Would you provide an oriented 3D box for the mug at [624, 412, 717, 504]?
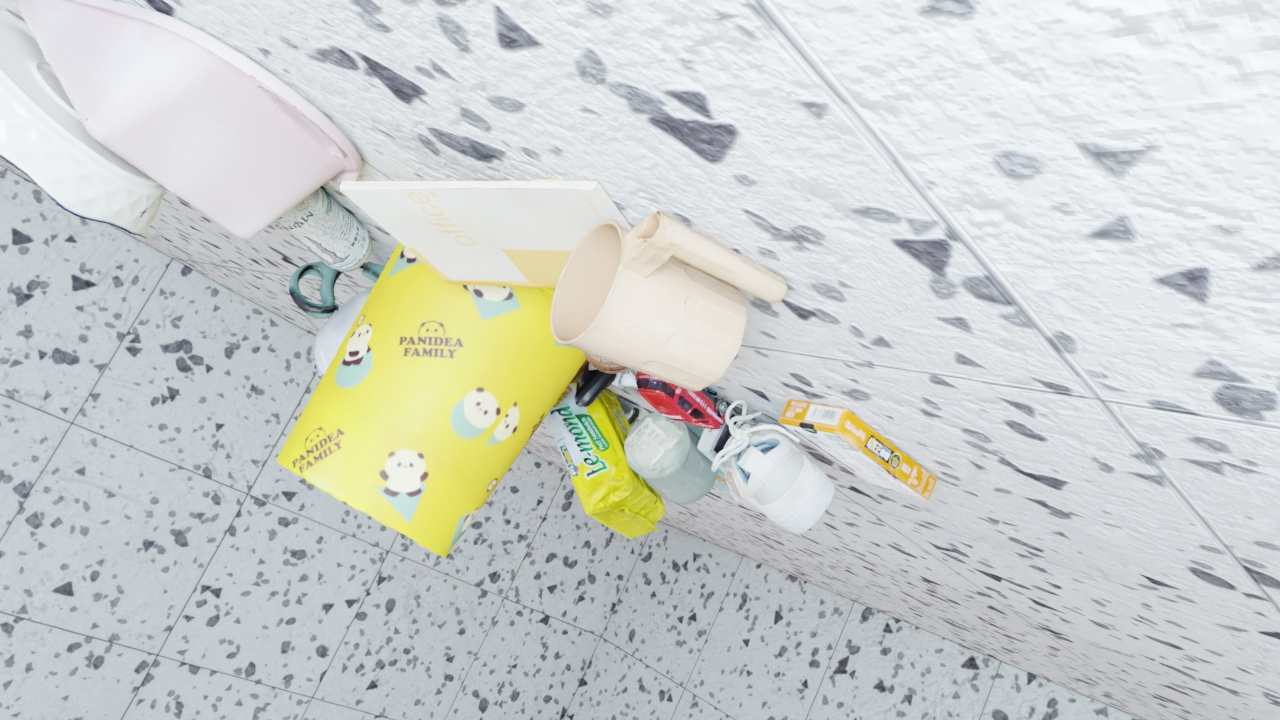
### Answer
[{"bbox_3d":[0.051,0.101,1.060,0.083,0.124,0.103,55,-176,31],"label":"mug"}]

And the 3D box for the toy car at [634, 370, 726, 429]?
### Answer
[{"bbox_3d":[0.041,0.040,0.945,0.053,0.045,0.120,4,155,46],"label":"toy car"}]

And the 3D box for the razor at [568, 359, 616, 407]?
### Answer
[{"bbox_3d":[-0.105,-0.004,1.050,0.167,0.062,0.068,31,154,22],"label":"razor"}]

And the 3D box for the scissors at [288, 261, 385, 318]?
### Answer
[{"bbox_3d":[-0.314,-0.083,0.991,0.170,0.019,0.180,36,-147,11],"label":"scissors"}]

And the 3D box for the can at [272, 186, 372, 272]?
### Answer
[{"bbox_3d":[-0.330,-0.143,0.920,0.058,0.058,0.147,22,167,21],"label":"can"}]

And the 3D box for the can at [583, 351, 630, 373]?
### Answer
[{"bbox_3d":[-0.026,-0.029,0.772,0.058,0.058,0.116,24,168,9],"label":"can"}]

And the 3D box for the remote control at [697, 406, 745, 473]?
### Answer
[{"bbox_3d":[0.108,0.100,1.055,0.021,0.058,0.150,22,169,30],"label":"remote control"}]

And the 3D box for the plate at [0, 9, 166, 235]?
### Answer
[{"bbox_3d":[-0.444,-0.187,0.694,0.205,0.045,0.205,50,180,-1],"label":"plate"}]

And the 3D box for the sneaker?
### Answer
[{"bbox_3d":[0.108,0.096,0.902,0.090,0.089,0.242,38,-179,-9],"label":"sneaker"}]

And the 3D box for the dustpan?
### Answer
[{"bbox_3d":[-0.351,-0.221,0.752,0.273,0.139,0.222,52,-177,28],"label":"dustpan"}]

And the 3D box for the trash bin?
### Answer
[{"bbox_3d":[-0.201,0.034,0.893,0.229,0.255,0.230,28,165,8],"label":"trash bin"}]

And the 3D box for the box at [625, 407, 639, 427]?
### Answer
[{"bbox_3d":[-0.057,0.078,1.332,0.087,0.076,0.163,47,171,0],"label":"box"}]

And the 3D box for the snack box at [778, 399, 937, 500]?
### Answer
[{"bbox_3d":[0.205,0.084,0.858,0.153,0.026,0.075,33,167,-33],"label":"snack box"}]

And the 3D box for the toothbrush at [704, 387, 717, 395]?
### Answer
[{"bbox_3d":[-0.006,0.006,0.990,0.189,0.017,0.014,21,165,16],"label":"toothbrush"}]

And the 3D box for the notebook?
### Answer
[{"bbox_3d":[-0.094,-0.088,0.663,0.207,0.010,0.146,5,159,25],"label":"notebook"}]

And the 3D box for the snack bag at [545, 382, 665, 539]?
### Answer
[{"bbox_3d":[-0.051,0.098,1.128,0.246,0.068,0.158,64,-172,29],"label":"snack bag"}]

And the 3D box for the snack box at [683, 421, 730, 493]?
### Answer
[{"bbox_3d":[0.108,0.137,1.232,0.074,0.051,0.175,16,165,36],"label":"snack box"}]

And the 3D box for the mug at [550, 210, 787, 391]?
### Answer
[{"bbox_3d":[0.017,-0.041,0.589,0.103,0.084,0.125,22,145,-29],"label":"mug"}]

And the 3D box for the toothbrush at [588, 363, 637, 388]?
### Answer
[{"bbox_3d":[-0.042,0.011,1.062,0.221,0.026,0.026,21,133,24],"label":"toothbrush"}]

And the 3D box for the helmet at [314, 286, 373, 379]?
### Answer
[{"bbox_3d":[-0.248,-0.006,1.108,0.258,0.146,0.229,31,-176,-5],"label":"helmet"}]
